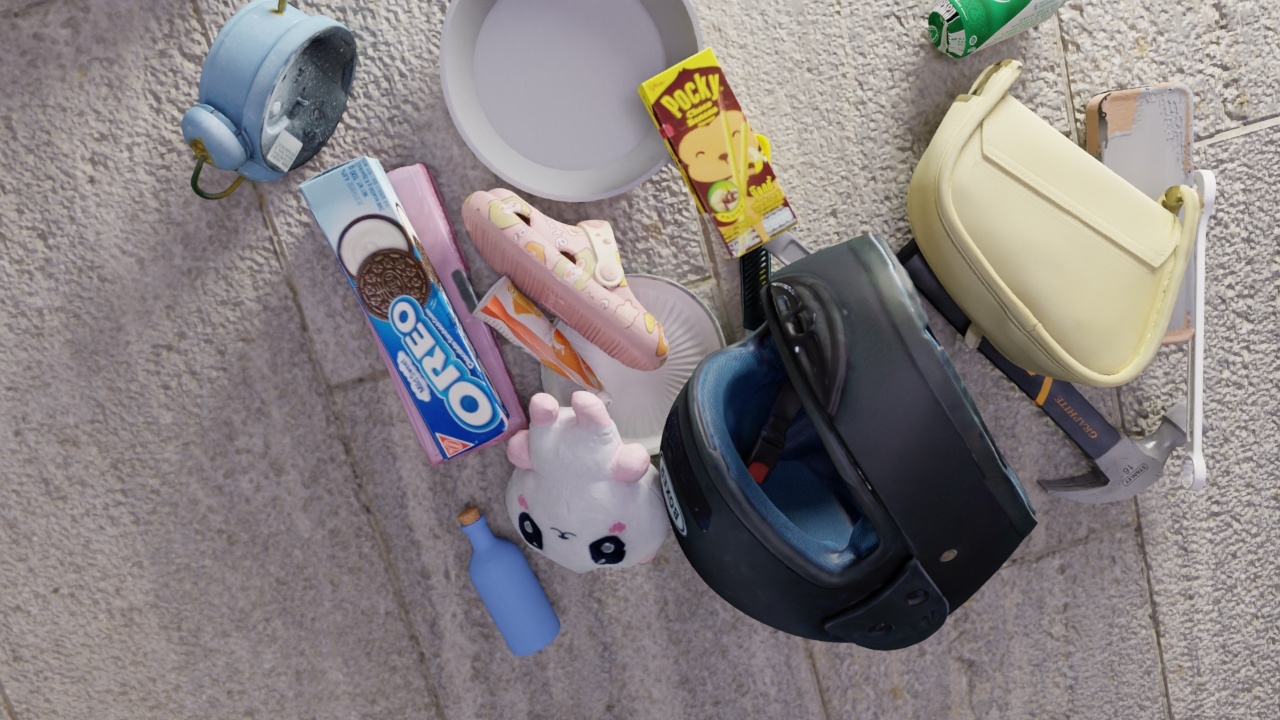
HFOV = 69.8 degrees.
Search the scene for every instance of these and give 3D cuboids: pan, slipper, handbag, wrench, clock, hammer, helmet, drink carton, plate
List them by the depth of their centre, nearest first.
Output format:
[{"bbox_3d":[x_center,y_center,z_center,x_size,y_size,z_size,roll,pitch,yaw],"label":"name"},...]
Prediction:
[{"bbox_3d":[-0.265,-0.182,0.654,0.060,0.118,0.162,30,89,0],"label":"clock"},{"bbox_3d":[0.129,0.076,0.664,0.236,0.248,0.316,-29,142,16],"label":"helmet"},{"bbox_3d":[-0.046,-0.075,0.706,0.197,0.093,0.081,39,76,2],"label":"slipper"},{"bbox_3d":[-0.071,-0.011,0.714,0.122,0.069,0.039,41,99,-15],"label":"drink carton"},{"bbox_3d":[0.009,-0.176,0.720,0.356,0.051,0.201,38,94,-13],"label":"pan"},{"bbox_3d":[0.314,-0.100,0.724,0.233,0.088,0.191,36,89,-2],"label":"handbag"},{"bbox_3d":[-0.005,0.004,0.771,0.157,0.014,0.157,-1,101,-7],"label":"plate"},{"bbox_3d":[0.471,-0.027,0.777,0.009,0.047,0.273,3,84,10],"label":"wrench"},{"bbox_3d":[0.343,0.002,0.800,0.312,0.035,0.139,43,102,-10],"label":"hammer"}]

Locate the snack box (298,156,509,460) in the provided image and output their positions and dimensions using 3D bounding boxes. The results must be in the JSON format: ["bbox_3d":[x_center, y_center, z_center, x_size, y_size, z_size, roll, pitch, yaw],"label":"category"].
[{"bbox_3d":[-0.172,-0.039,0.686,0.059,0.059,0.226,-25,101,-2],"label":"snack box"}]

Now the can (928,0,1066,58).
[{"bbox_3d":[0.284,-0.283,0.734,0.101,0.053,0.053,-24,102,-2],"label":"can"}]

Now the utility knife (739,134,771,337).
[{"bbox_3d":[0.095,-0.079,0.765,0.029,0.020,0.213,-3,100,-4],"label":"utility knife"}]

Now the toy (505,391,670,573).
[{"bbox_3d":[-0.044,0.092,0.717,0.139,0.101,0.180,8,136,18],"label":"toy"}]

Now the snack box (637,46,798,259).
[{"bbox_3d":[0.059,-0.155,0.697,0.061,0.025,0.149,-30,101,-3],"label":"snack box"}]

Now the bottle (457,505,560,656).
[{"bbox_3d":[-0.116,0.182,0.772,0.048,0.048,0.131,-26,102,-2],"label":"bottle"}]

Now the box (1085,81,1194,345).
[{"bbox_3d":[0.417,-0.119,0.769,0.081,0.062,0.216,-4,102,10],"label":"box"}]

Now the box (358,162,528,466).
[{"bbox_3d":[-0.171,-0.035,0.735,0.098,0.037,0.233,-21,102,2],"label":"box"}]
